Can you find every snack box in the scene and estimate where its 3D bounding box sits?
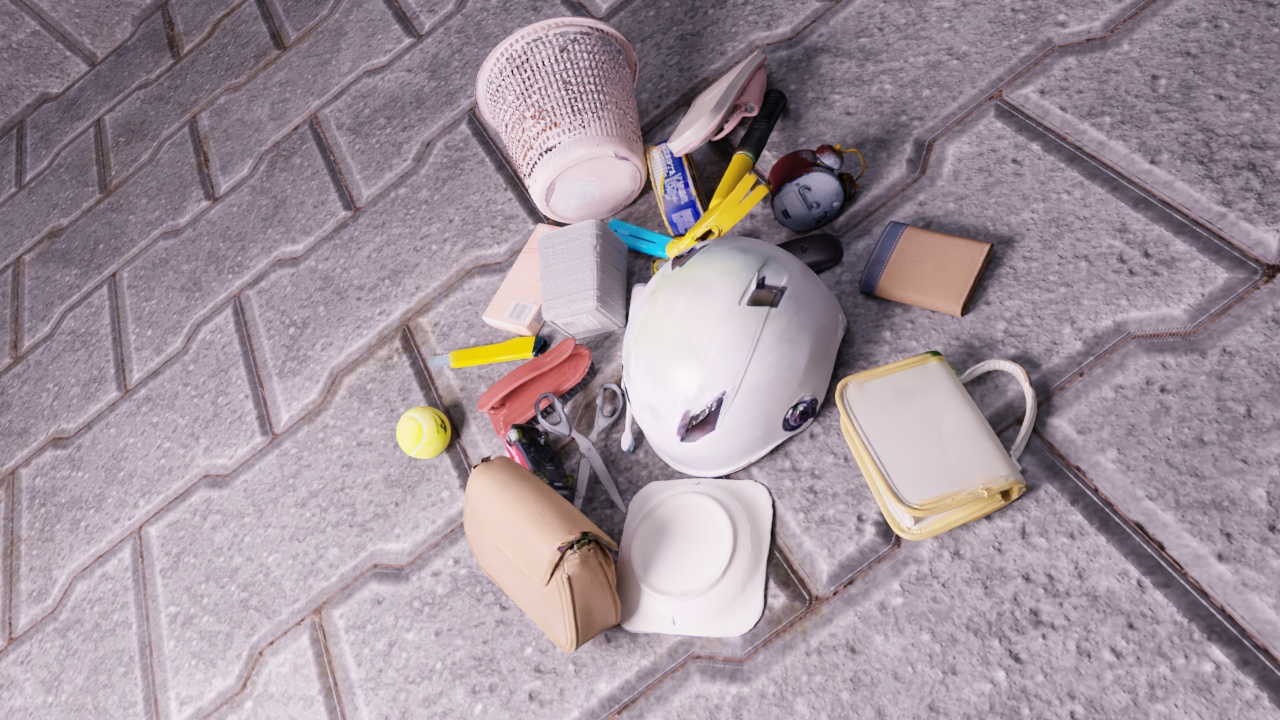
[{"bbox_3d":[-0.137,-0.108,1.212,0.084,0.026,0.157,16,69,37],"label":"snack box"}]

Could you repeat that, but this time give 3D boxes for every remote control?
[{"bbox_3d":[0.162,-0.112,1.046,0.137,0.024,0.053,-19,53,18],"label":"remote control"}]

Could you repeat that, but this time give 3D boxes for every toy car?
[{"bbox_3d":[-0.117,0.121,1.033,0.045,0.052,0.120,-51,49,24],"label":"toy car"}]

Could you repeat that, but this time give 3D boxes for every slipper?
[{"bbox_3d":[0.106,-0.315,1.145,0.114,0.054,0.273,-30,18,34],"label":"slipper"}]

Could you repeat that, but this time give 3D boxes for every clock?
[{"bbox_3d":[0.198,-0.200,1.046,0.122,0.082,0.055,-25,45,18],"label":"clock"}]

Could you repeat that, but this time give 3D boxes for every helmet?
[{"bbox_3d":[0.076,-0.020,0.945,0.229,0.146,0.258,31,83,37],"label":"helmet"}]

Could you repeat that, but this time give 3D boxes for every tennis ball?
[{"bbox_3d":[-0.267,0.089,1.132,0.066,0.065,0.065,-15,54,21],"label":"tennis ball"}]

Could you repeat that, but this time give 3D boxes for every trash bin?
[{"bbox_3d":[-0.088,-0.297,1.204,0.228,0.227,0.192,-24,63,14],"label":"trash bin"}]

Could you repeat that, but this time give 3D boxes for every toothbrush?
[{"bbox_3d":[-0.006,0.006,1.063,0.027,0.026,0.220,-11,55,25],"label":"toothbrush"}]

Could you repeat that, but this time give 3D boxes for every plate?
[{"bbox_3d":[0.046,0.188,0.909,0.164,0.034,0.163,-6,58,26],"label":"plate"}]

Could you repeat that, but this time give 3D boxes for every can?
[{"bbox_3d":[0.047,-0.220,1.150,0.049,0.074,0.148,-21,52,13],"label":"can"}]

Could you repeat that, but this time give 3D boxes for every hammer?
[{"bbox_3d":[0.123,-0.235,1.087,0.129,0.033,0.299,-31,24,45],"label":"hammer"}]

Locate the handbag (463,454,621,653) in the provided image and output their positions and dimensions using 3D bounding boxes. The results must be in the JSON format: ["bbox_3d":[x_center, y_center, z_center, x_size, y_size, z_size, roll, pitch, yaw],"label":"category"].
[{"bbox_3d":[-0.098,0.187,0.924,0.099,0.148,0.204,-28,43,-32],"label":"handbag"}]

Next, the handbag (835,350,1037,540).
[{"bbox_3d":[0.286,0.067,0.844,0.179,0.063,0.163,-20,51,-1],"label":"handbag"}]

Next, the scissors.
[{"bbox_3d":[-0.059,0.094,1.024,0.178,0.014,0.159,35,64,18],"label":"scissors"}]

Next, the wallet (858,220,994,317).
[{"bbox_3d":[0.296,-0.097,0.955,0.115,0.033,0.090,19,73,36],"label":"wallet"}]

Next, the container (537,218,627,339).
[{"bbox_3d":[-0.069,-0.095,1.118,0.090,0.090,0.114,-13,66,24],"label":"container"}]

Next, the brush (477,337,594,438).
[{"bbox_3d":[-0.120,0.028,1.085,0.146,0.069,0.063,-35,50,5],"label":"brush"}]

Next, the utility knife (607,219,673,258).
[{"bbox_3d":[0.006,-0.150,1.145,0.162,0.018,0.034,24,79,49],"label":"utility knife"}]

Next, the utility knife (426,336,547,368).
[{"bbox_3d":[-0.202,-0.008,1.192,0.193,0.015,0.033,-7,54,26],"label":"utility knife"}]

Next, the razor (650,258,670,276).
[{"bbox_3d":[0.075,-0.125,1.105,0.133,0.028,0.043,-17,50,17],"label":"razor"}]
